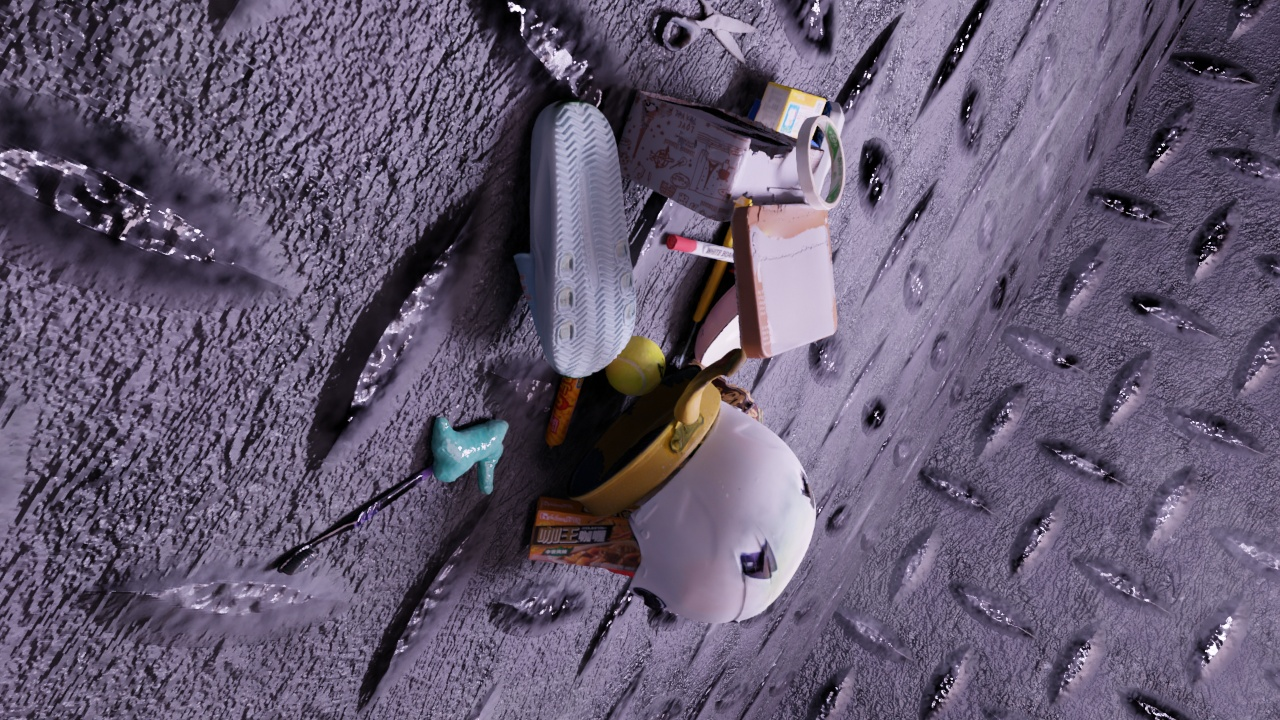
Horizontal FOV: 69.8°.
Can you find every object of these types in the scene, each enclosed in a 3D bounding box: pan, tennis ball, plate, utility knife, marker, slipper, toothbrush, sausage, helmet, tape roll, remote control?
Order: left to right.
[{"bbox_3d":[-0.230,0.129,0.795,0.188,0.017,0.014,-35,139,-41],"label":"toothbrush"},{"bbox_3d":[-0.064,-0.098,0.786,0.103,0.074,0.246,-27,123,-44],"label":"slipper"},{"bbox_3d":[-0.070,0.022,0.943,0.021,0.021,0.165,-15,129,-53],"label":"sausage"},{"bbox_3d":[-0.006,0.006,0.986,0.065,0.065,0.066,-40,147,-33],"label":"tennis ball"},{"bbox_3d":[0.026,0.057,0.912,0.197,0.078,0.358,-50,-168,-26],"label":"pan"},{"bbox_3d":[0.082,-0.085,1.091,0.223,0.015,0.033,-68,167,16],"label":"utility knife"},{"bbox_3d":[0.083,-0.122,1.024,0.145,0.017,0.017,5,114,-45],"label":"marker"},{"bbox_3d":[0.106,0.185,0.987,0.228,0.146,0.259,-46,148,-34],"label":"helmet"},{"bbox_3d":[0.135,-0.067,1.133,0.192,0.039,0.193,-38,165,-12],"label":"plate"},{"bbox_3d":[0.168,-0.184,0.852,0.085,0.014,0.086,1,89,-55],"label":"tape roll"},{"bbox_3d":[0.225,-0.254,1.134,0.048,0.024,0.125,-81,-178,-56],"label":"remote control"}]

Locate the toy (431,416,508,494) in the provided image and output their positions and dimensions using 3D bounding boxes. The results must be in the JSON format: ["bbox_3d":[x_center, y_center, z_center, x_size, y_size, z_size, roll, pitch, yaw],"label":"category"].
[{"bbox_3d":[-0.156,0.087,0.852,0.091,0.030,0.096,-20,121,-50],"label":"toy"}]

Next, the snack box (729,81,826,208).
[{"bbox_3d":[0.144,-0.222,0.985,0.086,0.034,0.141,-12,125,-54],"label":"snack box"}]

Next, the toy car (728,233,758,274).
[{"bbox_3d":[0.137,-0.127,1.118,0.106,0.031,0.049,-14,128,-63],"label":"toy car"}]

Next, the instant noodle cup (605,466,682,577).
[{"bbox_3d":[0.009,0.191,1.122,0.116,0.116,0.124,-68,165,-48],"label":"instant noodle cup"}]

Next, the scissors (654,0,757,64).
[{"bbox_3d":[0.068,-0.316,0.845,0.163,0.014,0.164,-44,150,-28],"label":"scissors"}]

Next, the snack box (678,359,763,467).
[{"bbox_3d":[0.072,0.082,1.123,0.105,0.118,0.118,-51,157,-19],"label":"snack box"}]

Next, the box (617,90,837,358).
[{"bbox_3d":[0.103,-0.138,0.850,0.136,0.269,0.179,-37,167,32],"label":"box"}]

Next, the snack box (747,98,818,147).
[{"bbox_3d":[0.151,-0.233,1.051,0.157,0.026,0.084,10,109,-61],"label":"snack box"}]

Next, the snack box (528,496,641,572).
[{"bbox_3d":[-0.046,0.201,1.045,0.026,0.153,0.075,-94,-165,-59],"label":"snack box"}]
